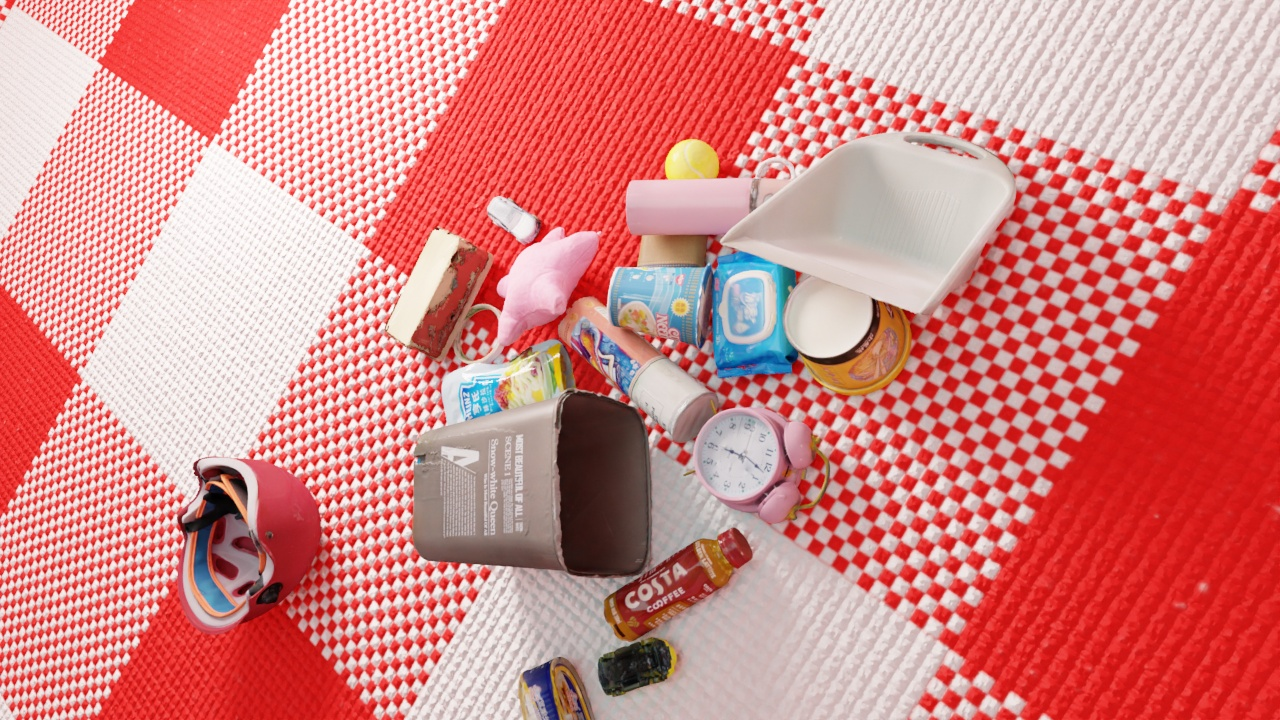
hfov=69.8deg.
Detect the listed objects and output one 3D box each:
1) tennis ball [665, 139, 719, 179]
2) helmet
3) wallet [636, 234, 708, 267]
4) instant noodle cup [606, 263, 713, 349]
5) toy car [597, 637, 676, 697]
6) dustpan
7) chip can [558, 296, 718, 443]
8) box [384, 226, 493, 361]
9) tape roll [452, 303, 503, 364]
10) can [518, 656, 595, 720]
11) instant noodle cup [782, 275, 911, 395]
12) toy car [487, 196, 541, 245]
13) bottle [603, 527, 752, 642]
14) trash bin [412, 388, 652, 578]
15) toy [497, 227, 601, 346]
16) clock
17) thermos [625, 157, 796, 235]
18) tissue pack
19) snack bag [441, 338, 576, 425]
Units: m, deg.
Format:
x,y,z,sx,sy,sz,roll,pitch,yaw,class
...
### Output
x,y,z,sx,sy,sz,roll,pitch,yaw,class
0.063,-0.237,1.121,0.066,0.065,0.065,-8,72,27,tennis ball
-0.535,0.253,1.278,0.207,0.143,0.240,29,105,32,helmet
0.041,-0.144,1.129,0.090,0.033,0.115,0,76,26,wallet
0.022,-0.068,1.063,0.110,0.099,0.099,7,79,13,instant noodle cup
-0.004,0.340,1.021,0.105,0.032,0.048,-30,64,31,toy car
0.251,-0.160,0.925,0.223,0.257,0.143,25,113,32,dustpan
-0.006,0.006,1.090,0.215,0.071,0.071,40,97,32,chip can
-0.283,-0.094,1.258,0.091,0.077,0.168,27,91,46,box
-0.219,-0.035,1.253,0.086,0.014,0.085,-8,73,27,tape roll
-0.087,0.409,1.023,0.049,0.074,0.148,-29,64,16,can
0.210,-0.033,0.956,0.119,0.114,0.118,-9,72,27,instant noodle cup
-0.174,-0.195,1.262,0.090,0.034,0.043,38,92,30,toy car
0.042,0.243,1.006,0.175,0.057,0.057,-36,62,16,bottle
-0.127,0.148,1.044,0.220,0.198,0.198,-8,75,28,trash bin
-0.117,-0.103,1.160,0.179,0.074,0.194,-40,29,15,toy
0.130,0.111,0.992,0.159,0.059,0.117,18,86,30,clock
0.085,-0.190,1.071,0.199,0.067,0.087,0,92,15,thermos
0.129,-0.059,1.044,0.095,0.052,0.157,-7,73,27,tissue pack
-0.173,0.046,1.175,0.191,0.038,0.110,-17,82,23,snack bag
